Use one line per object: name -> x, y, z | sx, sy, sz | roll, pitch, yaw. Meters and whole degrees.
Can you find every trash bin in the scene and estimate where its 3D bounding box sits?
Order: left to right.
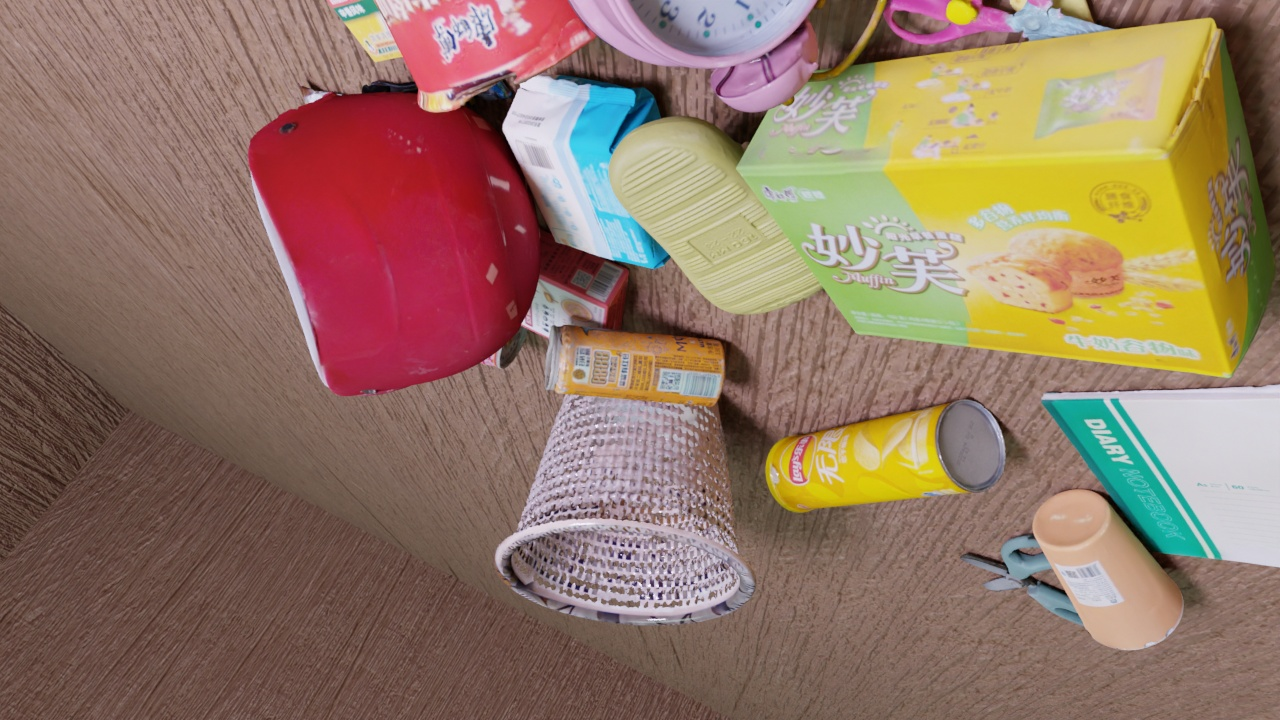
trash bin -> -0.006, 0.115, 0.844 | 0.227, 0.191, 0.228 | 4, 145, 3

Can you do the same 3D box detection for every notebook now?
notebook -> 0.387, 0.084, 0.622 | 0.209, 0.012, 0.151 | 44, 152, -29

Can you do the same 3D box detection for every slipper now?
slipper -> 0.055, -0.099, 0.563 | 0.092, 0.081, 0.190 | -17, 147, 31

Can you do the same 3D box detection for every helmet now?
helmet -> -0.138, -0.090, 0.638 | 0.144, 0.239, 0.207 | -5, 112, 14

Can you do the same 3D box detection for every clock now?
clock -> 0.041, -0.173, 0.390 | 0.158, 0.117, 0.060 | 18, -159, -30

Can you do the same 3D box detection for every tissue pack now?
tissue pack -> -0.024, -0.126, 0.607 | 0.090, 0.063, 0.140 | 18, 152, 29

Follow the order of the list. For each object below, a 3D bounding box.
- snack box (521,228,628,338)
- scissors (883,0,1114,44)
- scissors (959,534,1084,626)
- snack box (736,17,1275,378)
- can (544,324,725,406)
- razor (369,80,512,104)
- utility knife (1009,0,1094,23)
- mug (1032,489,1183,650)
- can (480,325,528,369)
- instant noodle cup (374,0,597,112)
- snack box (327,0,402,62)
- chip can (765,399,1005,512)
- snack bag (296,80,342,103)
snack box -> -0.078, -0.062, 0.806 | 0.127, 0.044, 0.113 | 26, 155, 6
scissors -> 0.165, -0.151, 0.389 | 0.133, 0.017, 0.135 | 25, 160, 25
scissors -> 0.381, 0.200, 0.837 | 0.170, 0.019, 0.179 | 20, 154, 22
snack box -> 0.175, -0.072, 0.454 | 0.210, 0.070, 0.157 | 10, 154, 46
can -> -0.005, 0.004, 0.770 | 0.146, 0.058, 0.058 | 6, 158, -11
razor -> -0.156, -0.198, 0.663 | 0.143, 0.022, 0.043 | 8, 146, 39
utility knife -> 0.213, -0.110, 0.436 | 0.031, 0.022, 0.213 | 5, 139, 47
mug -> 0.363, 0.161, 0.723 | 0.123, 0.078, 0.078 | 47, 150, -24
can -> -0.167, -0.037, 0.921 | 0.094, 0.066, 0.067 | 25, 155, 11
instant noodle cup -> -0.077, -0.206, 0.449 | 0.138, 0.137, 0.108 | 3, 135, 44
snack box -> -0.138, -0.234, 0.570 | 0.156, 0.027, 0.077 | 6, 145, 40
chip can -> 0.193, 0.083, 0.758 | 0.072, 0.071, 0.214 | 37, 153, -16
snack bag -> -0.234, -0.197, 0.740 | 0.104, 0.026, 0.048 | 20, 154, 24
